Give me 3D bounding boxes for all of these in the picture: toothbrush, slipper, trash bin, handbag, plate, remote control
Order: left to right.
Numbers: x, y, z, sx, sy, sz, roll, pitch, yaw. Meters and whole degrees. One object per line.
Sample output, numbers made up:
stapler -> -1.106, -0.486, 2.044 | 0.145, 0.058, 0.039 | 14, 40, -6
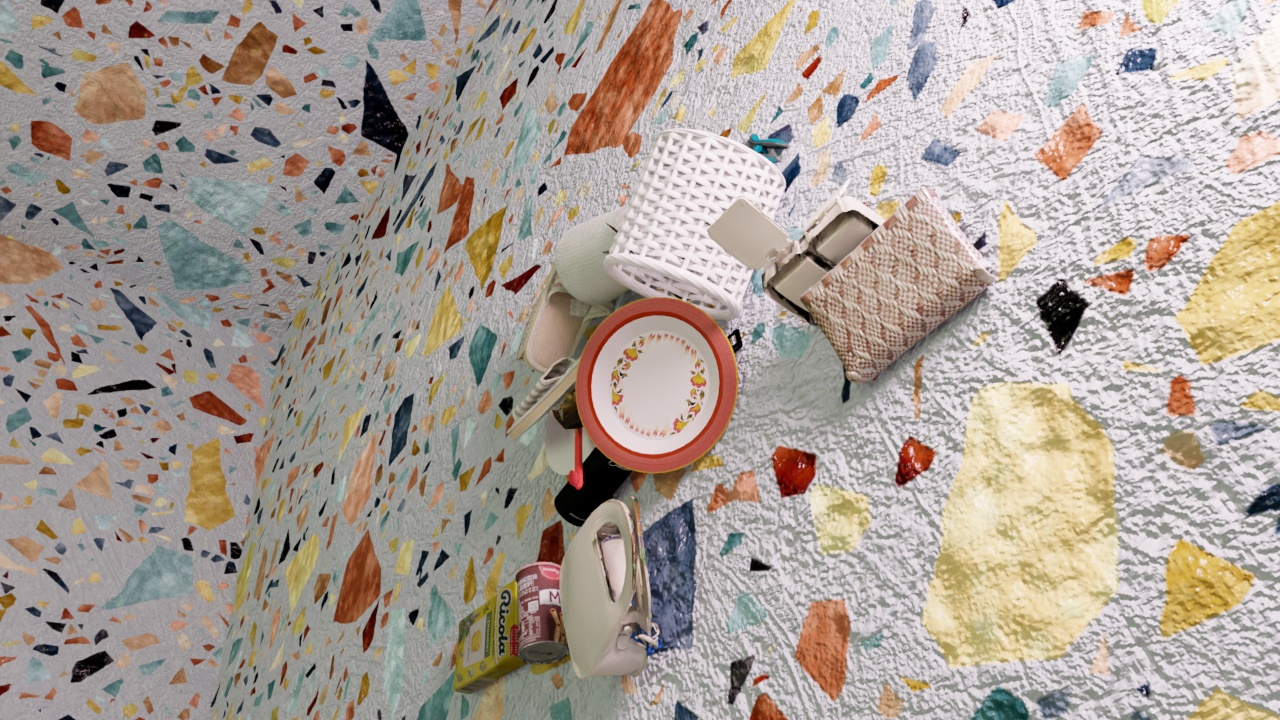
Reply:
slipper -> -0.120, 0.027, 1.414 | 0.273, 0.054, 0.114 | -43, 3, 28
toothbrush -> -0.093, 0.130, 1.307 | 0.012, 0.018, 0.212 | -54, 14, 13
slipper -> -0.103, -0.097, 1.490 | 0.262, 0.115, 0.052 | -65, 19, -9
plate -> -0.086, 0.080, 1.432 | 0.209, 0.015, 0.208 | -36, 42, 40
trash bin -> -0.036, -0.167, 1.399 | 0.162, 0.133, 0.133 | -17, 55, 56
handbag -> -0.023, 0.268, 1.114 | 0.200, 0.093, 0.200 | -109, 34, -49
plate -> 0.021, 0.032, 1.199 | 0.230, 0.021, 0.229 | -3, 82, 24
remote control -> 0.086, 0.010, 1.221 | 0.140, 0.009, 0.030 | -44, 37, 33
handbag -> 0.263, -0.074, 0.952 | 0.186, 0.047, 0.124 | -44, 58, 31

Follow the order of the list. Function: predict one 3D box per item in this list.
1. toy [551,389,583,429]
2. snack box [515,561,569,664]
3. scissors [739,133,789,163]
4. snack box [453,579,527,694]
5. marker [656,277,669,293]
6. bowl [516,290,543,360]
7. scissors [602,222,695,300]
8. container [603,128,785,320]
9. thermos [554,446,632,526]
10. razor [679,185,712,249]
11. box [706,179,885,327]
toy -> -0.082, 0.061, 1.369 | 0.100, 0.062, 0.076 | -35, 34, 12
snack box -> -0.136, 0.349, 1.271 | 0.072, 0.072, 0.121 | -44, 38, 32
scissors -> 0.167, -0.305, 1.305 | 0.139, 0.019, 0.135 | -41, 36, 37
snack box -> -0.224, 0.419, 1.383 | 0.181, 0.045, 0.121 | -39, 39, 37
marker -> 0.034, -0.117, 1.381 | 0.017, 0.017, 0.145 | -21, 52, 50
bowl -> -0.156, -0.056, 1.570 | 0.145, 0.063, 0.145 | -158, 91, -78
scissors -> 0.025, -0.150, 1.313 | 0.157, 0.171, 0.013 | -35, -7, -42
container -> 0.071, -0.173, 1.195 | 0.190, 0.189, 0.186 | 10, 76, 59
thermos -> -0.033, 0.131, 1.270 | 0.232, 0.061, 0.061 | -52, 33, 22
razor -> 0.077, -0.207, 1.350 | 0.064, 0.053, 0.140 | 98, 166, -52
box -> 0.180, -0.150, 1.028 | 0.144, 0.184, 0.098 | -43, 30, 30
